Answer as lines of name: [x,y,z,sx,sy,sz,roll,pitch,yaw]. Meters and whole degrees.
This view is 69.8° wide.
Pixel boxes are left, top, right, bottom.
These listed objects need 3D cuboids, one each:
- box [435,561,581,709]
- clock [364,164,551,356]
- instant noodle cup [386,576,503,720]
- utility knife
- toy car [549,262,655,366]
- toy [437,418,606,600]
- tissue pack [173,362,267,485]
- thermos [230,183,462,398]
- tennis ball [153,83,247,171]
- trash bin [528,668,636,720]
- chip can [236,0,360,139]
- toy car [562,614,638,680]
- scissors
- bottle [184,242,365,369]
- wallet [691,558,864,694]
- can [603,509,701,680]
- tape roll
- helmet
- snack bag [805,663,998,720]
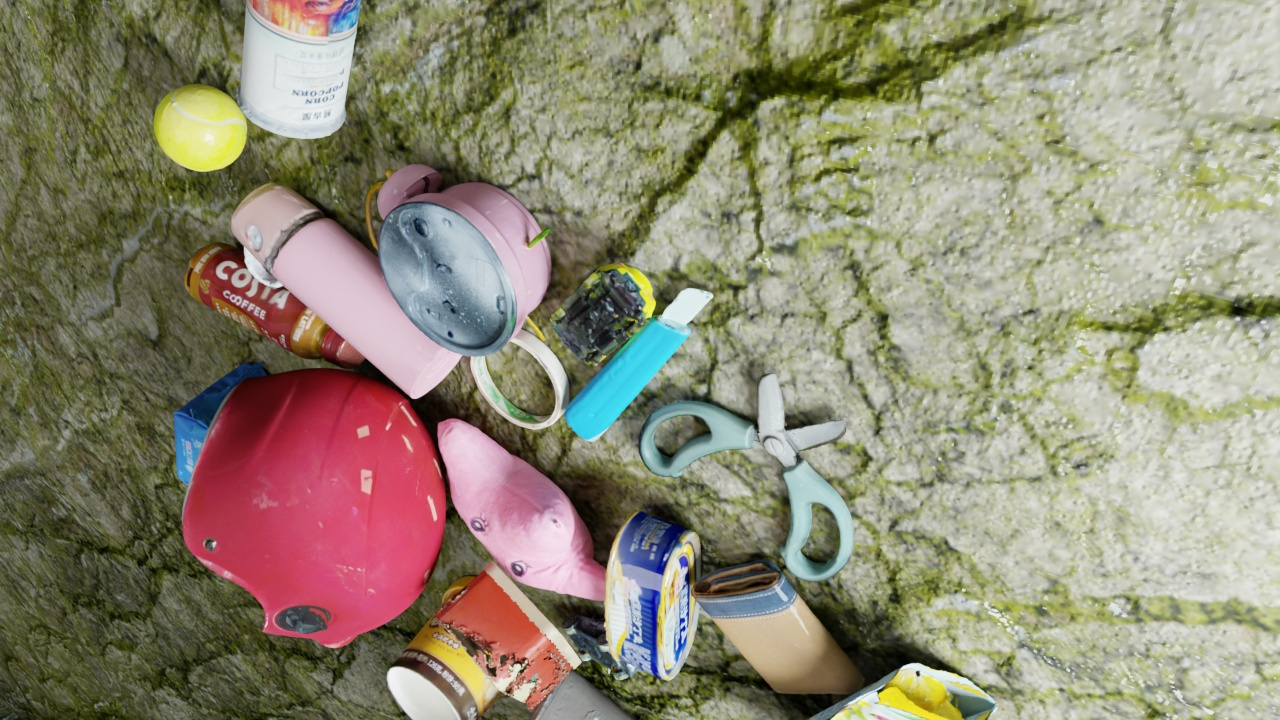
box: [-0.111,0.241,0.768,0.091,0.077,0.168,42,164,20]
clock: [-0.134,-0.074,0.642,0.158,0.059,0.117,23,132,19]
instant noodle cup: [-0.173,0.291,0.890,0.118,0.114,0.119,19,130,25]
utility knife: [-0.004,0.004,0.631,0.034,0.018,0.179,34,135,-9]
toy car: [-0.024,-0.032,0.612,0.048,0.032,0.105,48,147,-3]
toy: [-0.096,0.123,0.735,0.194,0.074,0.179,48,156,-7]
tissue pack: [-0.417,0.075,0.926,0.052,0.094,0.158,32,134,6]
thermos: [-0.233,-0.051,0.720,0.198,0.067,0.087,39,122,5]
tennis ball: [-0.339,-0.179,0.709,0.065,0.065,0.066,19,130,24]
trash bin: [-0.043,0.439,0.858,0.220,0.198,0.199,31,134,5]
chip can: [-0.204,-0.244,0.562,0.071,0.071,0.215,37,134,8]
toy car: [-0.034,0.250,0.817,0.091,0.034,0.043,2,128,51]
scissors: [0.069,0.077,0.632,0.179,0.019,0.170,8,126,33]
bottle: [-0.309,-0.045,0.788,0.175,0.057,0.058,25,132,19]
wallet: [0.102,0.202,0.683,0.090,0.033,0.115,-23,110,46]
can: [0.011,0.184,0.710,0.049,0.074,0.148,16,128,23]
tape roll: [-0.093,0.014,0.706,0.086,0.013,0.086,19,129,24]
helmet: [-0.229,0.113,0.744,0.144,0.206,0.240,-17,126,15]
snack bag: [0.157,0.272,0.673,0.110,0.038,0.192,14,140,-26]
